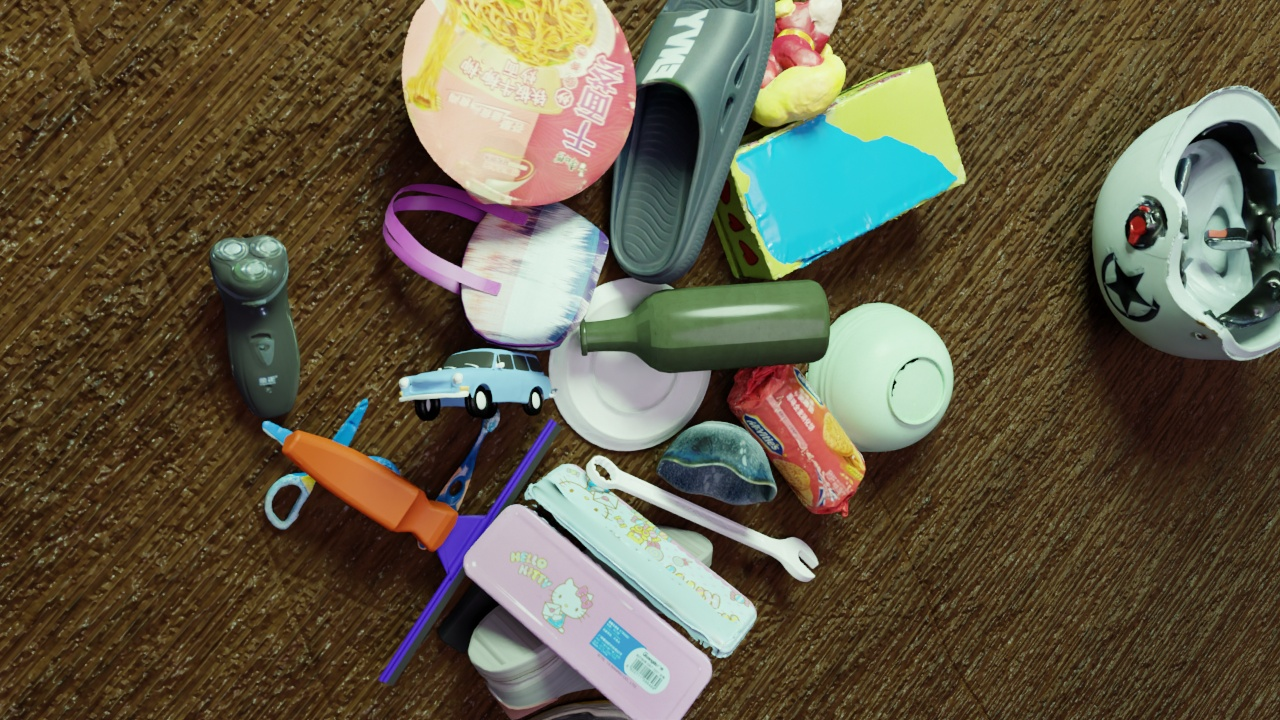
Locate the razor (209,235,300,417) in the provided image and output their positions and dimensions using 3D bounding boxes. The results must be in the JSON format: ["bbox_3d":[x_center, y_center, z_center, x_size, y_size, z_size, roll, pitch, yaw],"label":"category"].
[{"bbox_3d":[-0.281,-0.021,0.679,0.053,0.064,0.141,-9,112,-19],"label":"razor"}]

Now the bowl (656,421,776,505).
[{"bbox_3d":[0.071,0.089,0.824,0.110,0.111,0.055,24,66,-23],"label":"bowl"}]

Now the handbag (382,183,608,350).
[{"bbox_3d":[-0.120,-0.086,0.731,0.170,0.068,0.144,23,64,-13],"label":"handbag"}]

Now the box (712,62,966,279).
[{"bbox_3d":[0.170,-0.170,0.827,0.220,0.082,0.124,-29,106,-12],"label":"box"}]

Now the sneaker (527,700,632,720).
[{"bbox_3d":[-0.087,0.382,0.789,0.238,0.122,0.086,-20,106,-16],"label":"sneaker"}]

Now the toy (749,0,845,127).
[{"bbox_3d":[0.127,-0.253,0.789,0.067,0.106,0.137,50,45,-46],"label":"toy"}]

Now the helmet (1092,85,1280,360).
[{"bbox_3d":[0.562,-0.132,0.939,0.236,0.164,0.264,-21,99,-22],"label":"helmet"}]

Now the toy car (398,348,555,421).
[{"bbox_3d":[-0.123,0.017,0.709,0.056,0.153,0.054,-5,86,21],"label":"toy car"}]

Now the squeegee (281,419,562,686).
[{"bbox_3d":[-0.199,0.108,0.722,0.184,0.055,0.249,41,77,-35],"label":"squeegee"}]

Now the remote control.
[{"bbox_3d":[-0.123,0.192,0.801,0.032,0.015,0.136,41,83,-22],"label":"remote control"}]

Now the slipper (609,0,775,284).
[{"bbox_3d":[0.021,-0.196,0.739,0.083,0.111,0.268,3,106,-54],"label":"slipper"}]

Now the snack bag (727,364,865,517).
[{"bbox_3d":[0.142,0.065,0.854,0.082,0.082,0.176,-42,110,-11],"label":"snack bag"}]

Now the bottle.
[{"bbox_3d":[0.052,-0.027,0.779,0.207,0.071,0.071,-4,100,-4],"label":"bottle"}]

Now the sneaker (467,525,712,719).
[{"bbox_3d":[-0.034,0.230,0.801,0.235,0.099,0.089,-23,122,-26],"label":"sneaker"}]

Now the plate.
[{"bbox_3d":[-0.005,0.005,0.818,0.156,0.014,0.157,-3,99,-21],"label":"plate"}]

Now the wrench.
[{"bbox_3d":[0.064,0.147,0.845,0.273,0.047,0.009,28,123,-26],"label":"wrench"}]

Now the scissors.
[{"bbox_3d":[-0.250,0.086,0.732,0.130,0.014,0.125,-50,120,-4],"label":"scissors"}]

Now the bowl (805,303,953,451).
[{"bbox_3d":[0.244,0.022,0.886,0.150,0.077,0.151,-4,100,-22],"label":"bowl"}]

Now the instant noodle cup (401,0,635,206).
[{"bbox_3d":[-0.100,-0.209,0.714,0.178,0.078,0.179,-3,98,-21],"label":"instant noodle cup"}]

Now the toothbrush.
[{"bbox_3d":[-0.152,0.100,0.774,0.021,0.017,0.135,29,87,-18],"label":"toothbrush"}]

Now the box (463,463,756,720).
[{"bbox_3d":[-0.022,0.180,0.740,0.214,0.051,0.148,36,52,16],"label":"box"}]
